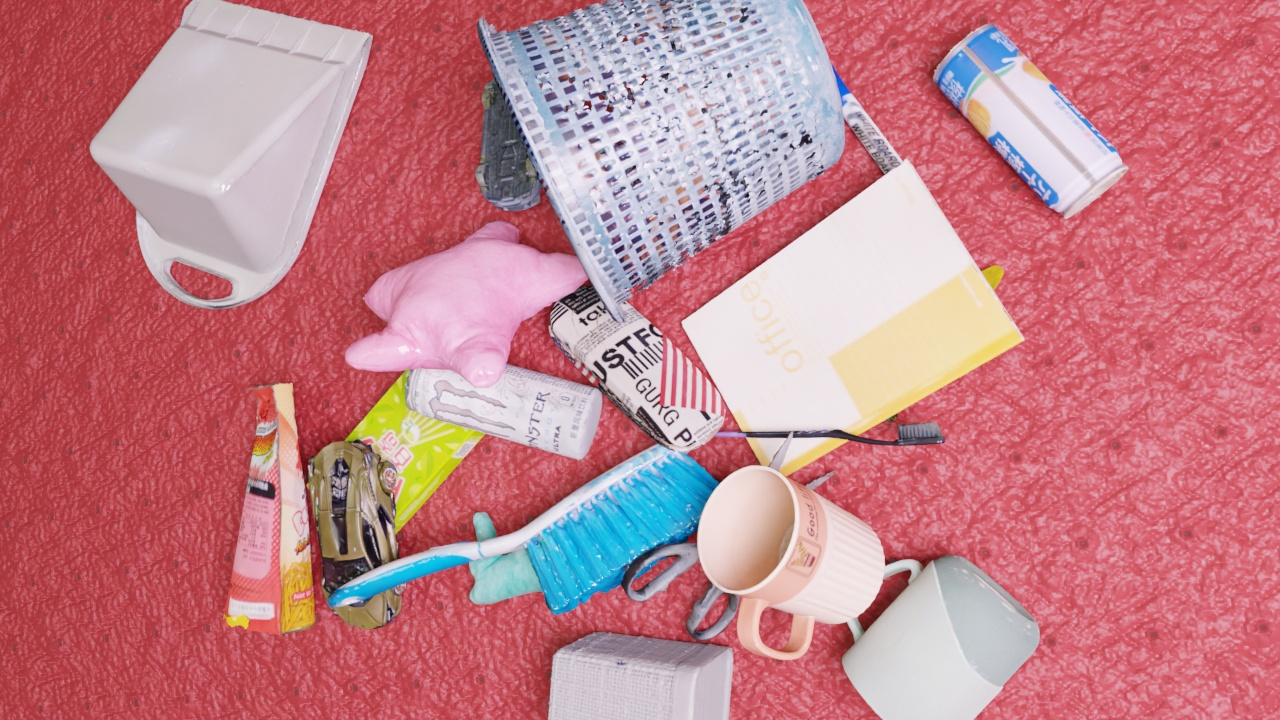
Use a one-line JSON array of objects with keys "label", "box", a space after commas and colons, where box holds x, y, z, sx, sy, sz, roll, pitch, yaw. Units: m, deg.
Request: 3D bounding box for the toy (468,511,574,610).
[{"label": "toy", "box": [-0.102, 0.164, 0.740, 0.092, 0.030, 0.096, -20, 77, 13]}]

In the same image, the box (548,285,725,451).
[{"label": "box", "box": [-0.003, 0.002, 0.696, 0.164, 0.070, 0.056, 41, 134, 20]}]

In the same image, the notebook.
[{"label": "notebook", "box": [0.140, -0.022, 0.653, 0.207, 0.010, 0.146, -35, 76, 28]}]

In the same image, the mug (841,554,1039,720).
[{"label": "mug", "box": [0.192, 0.182, 0.614, 0.106, 0.082, 0.111, -52, 48, 10]}]

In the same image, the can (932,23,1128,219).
[{"label": "can", "box": [0.262, -0.162, 0.621, 0.053, 0.053, 0.134, -39, 75, 13]}]

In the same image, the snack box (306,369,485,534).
[{"label": "snack box", "box": [-0.209, 0.084, 0.784, 0.156, 0.026, 0.086, -47, 73, 11]}]

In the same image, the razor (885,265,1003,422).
[{"label": "razor", "box": [0.207, -0.017, 0.647, 0.133, 0.028, 0.043, -47, 70, 9]}]

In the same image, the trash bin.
[{"label": "trash bin", "box": [0.024, -0.166, 0.636, 0.195, 0.226, 0.226, -24, 79, 3]}]

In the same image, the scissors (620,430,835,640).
[{"label": "scissors", "box": [0.064, 0.132, 0.663, 0.159, 0.014, 0.178, -5, 113, -20]}]

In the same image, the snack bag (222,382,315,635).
[{"label": "snack bag", "box": [-0.317, 0.123, 0.788, 0.129, 0.073, 0.208, -3, 86, 60]}]

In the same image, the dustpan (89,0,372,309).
[{"label": "dustpan", "box": [-0.385, -0.190, 0.873, 0.223, 0.143, 0.257, 19, 63, 19]}]

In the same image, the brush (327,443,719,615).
[{"label": "brush", "box": [-0.085, 0.147, 0.697, 0.314, 0.060, 0.109, -31, 69, 0]}]

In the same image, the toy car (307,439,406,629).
[{"label": "toy car", "box": [-0.233, 0.144, 0.754, 0.070, 0.042, 0.158, -9, 89, 18]}]

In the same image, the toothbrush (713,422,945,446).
[{"label": "toothbrush", "box": [0.120, 0.051, 0.655, 0.189, 0.014, 0.016, -2, 85, 31]}]

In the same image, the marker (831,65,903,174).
[{"label": "marker", "box": [0.174, -0.157, 0.672, 0.017, 0.017, 0.145, -35, 76, 14]}]

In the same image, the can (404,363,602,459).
[{"label": "can", "box": [-0.106, 0.032, 0.721, 0.147, 0.058, 0.058, 15, 91, 8]}]

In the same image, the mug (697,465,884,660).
[{"label": "mug", "box": [0.100, 0.141, 0.612, 0.082, 0.106, 0.114, -9, 60, 46]}]

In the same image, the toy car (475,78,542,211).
[{"label": "toy car", "box": [-0.104, -0.183, 0.761, 0.054, 0.036, 0.120, -6, 74, 19]}]

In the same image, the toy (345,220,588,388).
[{"label": "toy", "box": [-0.139, -0.050, 0.706, 0.179, 0.194, 0.075, 9, 133, 25]}]

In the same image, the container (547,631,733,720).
[{"label": "container", "box": [-0.001, 0.251, 0.669, 0.114, 0.090, 0.090, 3, 87, 23]}]
